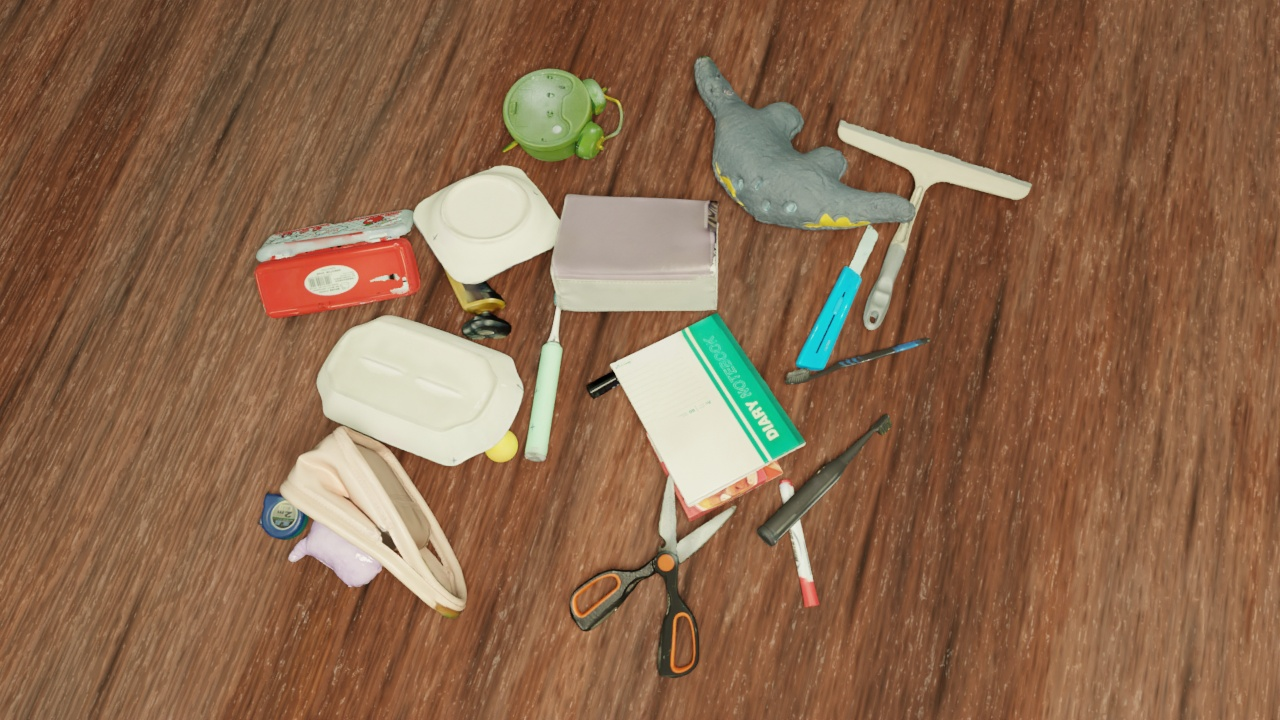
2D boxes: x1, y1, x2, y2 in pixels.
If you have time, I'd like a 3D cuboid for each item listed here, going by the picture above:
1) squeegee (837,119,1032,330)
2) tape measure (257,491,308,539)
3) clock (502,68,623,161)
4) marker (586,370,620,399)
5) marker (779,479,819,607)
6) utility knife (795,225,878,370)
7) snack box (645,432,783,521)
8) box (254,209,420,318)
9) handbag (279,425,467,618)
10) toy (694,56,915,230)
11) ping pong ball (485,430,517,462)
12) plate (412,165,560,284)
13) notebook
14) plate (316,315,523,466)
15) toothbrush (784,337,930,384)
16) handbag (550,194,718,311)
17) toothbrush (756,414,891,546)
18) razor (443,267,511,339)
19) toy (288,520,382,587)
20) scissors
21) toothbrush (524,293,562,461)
[{"bbox_3d":[0.322,-0.145,1.136,0.246,0.039,0.246,21,79,8],"label":"squeegee"},{"bbox_3d":[-0.428,0.188,1.104,0.058,0.025,0.054,5,75,10],"label":"tape measure"},{"bbox_3d":[-0.103,-0.322,1.216,0.161,0.056,0.116,1,74,5],"label":"clock"},{"bbox_3d":[-0.007,0.007,1.127,0.132,0.020,0.022,-30,56,-5],"label":"marker"},{"bbox_3d":[0.181,0.208,1.051,0.017,0.017,0.145,-11,73,1],"label":"marker"},{"bbox_3d":[0.248,-0.078,1.133,0.034,0.018,0.209,24,76,11],"label":"utility knife"},{"bbox_3d":[0.087,0.109,1.074,0.127,0.044,0.113,-27,73,-4],"label":"snack box"},{"bbox_3d":[-0.388,-0.129,1.191,0.201,0.099,0.112,-10,107,0],"label":"box"},{"bbox_3d":[-0.272,0.189,1.013,0.093,0.193,0.234,-43,83,-7],"label":"handbag"},{"bbox_3d":[0.169,-0.247,1.144,0.138,0.091,0.356,-49,68,11],"label":"toy"},{"bbox_3d":[-0.167,0.102,1.100,0.040,0.040,0.040,-1,73,4],"label":"ping pong ball"},{"bbox_3d":[-0.196,-0.184,1.168,0.163,0.034,0.164,-29,63,-17],"label":"plate"},{"bbox_3d":[0.074,0.050,1.065,0.150,0.012,0.209,-27,57,-6],"label":"notebook"},{"bbox_3d":[-0.273,0.025,1.112,0.266,0.034,0.161,20,65,17],"label":"plate"},{"bbox_3d":[0.261,-0.002,1.098,0.189,0.016,0.014,-16,31,-8],"label":"toothbrush"},{"bbox_3d":[-0.003,-0.133,1.128,0.197,0.099,0.144,1,57,6],"label":"handbag"},{"bbox_3d":[0.216,0.134,1.056,0.212,0.026,0.027,-40,113,-16],"label":"toothbrush"},{"bbox_3d":[-0.221,-0.095,1.163,0.068,0.062,0.167,-39,66,18],"label":"razor"},{"bbox_3d":[-0.353,0.224,1.079,0.108,0.039,0.083,30,84,7],"label":"toy"},{"bbox_3d":[0.022,0.248,1.031,0.221,0.021,0.230,-21,82,7],"label":"scissors"},{"bbox_3d":[-0.113,0.013,1.130,0.026,0.027,0.224,16,72,-28],"label":"toothbrush"}]
